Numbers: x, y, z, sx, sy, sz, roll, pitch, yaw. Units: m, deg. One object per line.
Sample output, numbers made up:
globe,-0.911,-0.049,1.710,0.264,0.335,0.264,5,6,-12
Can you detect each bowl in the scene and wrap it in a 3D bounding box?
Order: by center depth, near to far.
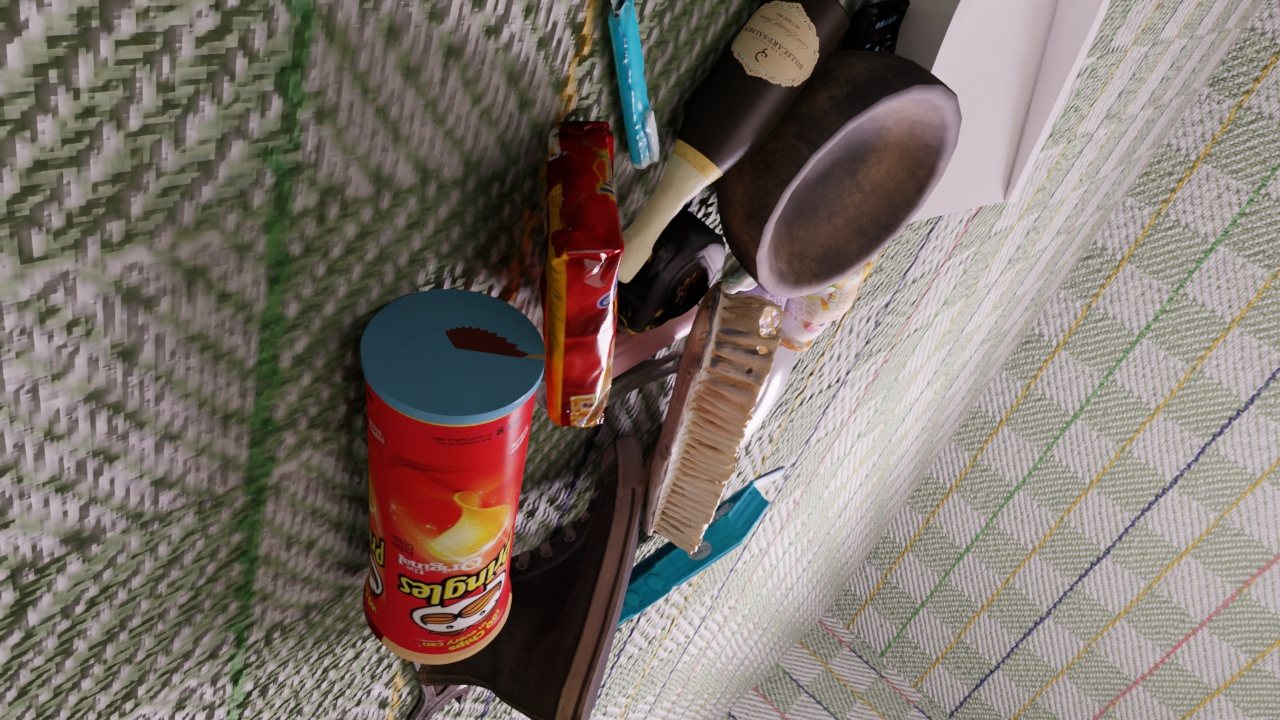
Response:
bowl,0.116,-0.122,0.577,0.162,0.070,0.162,-28,150,-18

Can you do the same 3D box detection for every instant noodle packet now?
instant noodle packet,-0.030,-0.039,0.447,0.039,0.098,0.136,3,139,-5

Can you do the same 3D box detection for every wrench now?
wrench,-0.163,0.229,0.708,0.069,0.010,0.274,-38,154,-28

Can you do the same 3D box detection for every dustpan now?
dustpan,0.261,-0.218,0.645,0.191,0.053,0.258,-16,124,-34

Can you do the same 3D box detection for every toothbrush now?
toothbrush,0.014,-0.022,0.631,0.221,0.026,0.027,-31,128,-40

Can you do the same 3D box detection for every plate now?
plate,0.089,0.054,0.902,0.178,0.012,0.179,-40,155,-23

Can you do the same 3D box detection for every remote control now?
remote control,0.137,-0.177,0.631,0.047,0.022,0.151,-33,154,-37

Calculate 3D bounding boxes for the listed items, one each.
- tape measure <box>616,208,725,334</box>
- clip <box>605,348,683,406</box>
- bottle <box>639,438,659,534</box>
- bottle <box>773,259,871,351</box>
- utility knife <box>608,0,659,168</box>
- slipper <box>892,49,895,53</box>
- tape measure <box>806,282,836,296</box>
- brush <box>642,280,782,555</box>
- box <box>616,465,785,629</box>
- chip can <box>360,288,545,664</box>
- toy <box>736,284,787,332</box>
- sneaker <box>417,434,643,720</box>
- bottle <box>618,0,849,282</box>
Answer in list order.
tape measure,0.016,-0.057,0.563,0.072,0.042,0.072,-19,141,-44
clip,-0.003,0.005,0.640,0.074,0.037,0.023,-29,151,-31
bottle,0.035,0.086,0.790,0.059,0.059,0.167,-34,152,-34
bottle,0.148,-0.058,0.774,0.063,0.063,0.109,-25,146,-46
utility knife,-0.004,-0.142,0.431,0.141,0.015,0.022,77,31,-60
slipper,0.254,-0.214,0.739,0.263,0.063,0.111,-28,149,-46
tape measure,0.123,-0.080,0.695,0.036,0.066,0.058,25,79,-65
brush,0.043,0.051,0.643,0.272,0.056,0.083,102,6,-53
box,0.036,0.186,0.902,0.227,0.039,0.181,-41,174,26
chip can,-0.102,0.070,0.480,0.086,0.087,0.214,-32,150,-38
toy,0.084,-0.022,0.745,0.080,0.036,0.100,-1,125,-60
sneaker,-0.065,0.142,0.665,0.095,0.120,0.234,94,12,-54
bottle,0.039,-0.121,0.501,0.184,0.045,0.045,-53,157,6
